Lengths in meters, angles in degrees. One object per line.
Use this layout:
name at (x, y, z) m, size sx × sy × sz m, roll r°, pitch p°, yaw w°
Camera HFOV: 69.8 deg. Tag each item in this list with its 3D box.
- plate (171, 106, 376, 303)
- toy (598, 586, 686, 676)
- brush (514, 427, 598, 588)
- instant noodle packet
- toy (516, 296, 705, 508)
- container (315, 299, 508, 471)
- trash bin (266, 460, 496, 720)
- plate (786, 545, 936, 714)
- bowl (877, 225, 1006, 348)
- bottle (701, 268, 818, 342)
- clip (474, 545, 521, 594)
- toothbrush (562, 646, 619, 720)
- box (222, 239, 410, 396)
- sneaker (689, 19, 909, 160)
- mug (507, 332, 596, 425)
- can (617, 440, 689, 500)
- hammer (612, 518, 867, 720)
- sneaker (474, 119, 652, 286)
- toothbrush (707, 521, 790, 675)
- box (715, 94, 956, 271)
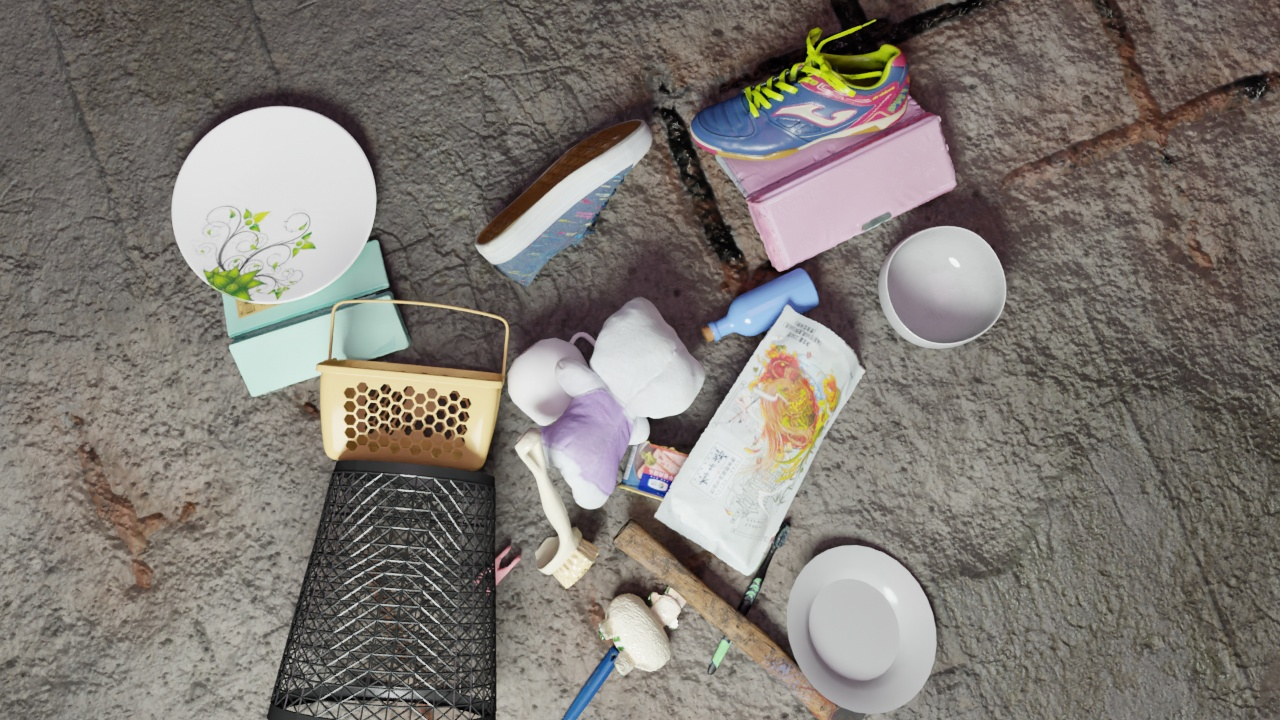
plate at (-0.410, -0.174, 1.039) m, size 0.229 × 0.030 × 0.229 m, roll 0°, pitch 82°, yaw 1°
toy at (0.000, 0.290, 0.988) m, size 0.112 × 0.050 × 0.087 m, roll -30°, pitch 77°, yaw -43°
brush at (-0.087, 0.149, 0.910) m, size 0.077 × 0.273 × 0.061 m, roll 15°, pitch 55°, yaw 16°
instant noodle packet at (0.138, 0.087, 0.987) m, size 0.147 × 0.057 × 0.269 m, roll 35°, pitch 79°, yaw -23°
toy at (-0.024, 0.040, 0.938) m, size 0.137 × 0.086 × 0.209 m, roll 43°, pitch 73°, yaw -19°
container at (-0.236, 0.021, 0.969) m, size 0.183 × 0.129 × 0.167 m, roll 5°, pitch 95°, yaw -6°
trash bin at (-0.241, 0.232, 0.923) m, size 0.217 × 0.217 × 0.243 m, roll 5°, pitch 78°, yaw 0°
plate at (0.234, 0.287, 0.984) m, size 0.172 × 0.019 × 0.172 m, roll 6°, pitch 67°, yaw -13°
bowl at (0.327, -0.078, 1.014) m, size 0.132 × 0.064 × 0.131 m, roll 0°, pitch 85°, yaw 0°
bottle at (0.130, -0.055, 1.021) m, size 0.131 × 0.048 × 0.048 m, roll -25°, pitch 85°, yaw -2°
clip at (-0.152, 0.235, 1.009) m, size 0.059 × 0.023 × 0.041 m, roll -39°, pitch 90°, yaw 2°
toothbrush at (-0.079, 0.393, 0.995) m, size 0.016 × 0.017 × 0.190 m, roll 36°, pitch 86°, yaw 3°
box at (-0.365, -0.049, 1.025) m, size 0.187 × 0.056 × 0.138 m, roll -19°, pitch 91°, yaw -3°
sneaker at (0.170, -0.294, 1.007) m, size 0.242 × 0.091 × 0.116 m, roll -11°, pitch 53°, yaw 8°
mug at (-0.089, 0.010, 1.003) m, size 0.123 × 0.090 × 0.076 m, roll -42°, pitch 99°, yaw -35°
can at (0.030, 0.125, 1.002) m, size 0.100 × 0.054 × 0.059 m, roll 16°, pitch 84°, yaw 1°
hammer at (0.110, 0.282, 0.989) m, size 0.330 × 0.033 × 0.120 m, roll 41°, pitch 82°, yaw -1°
sneaker at (-0.074, -0.176, 1.029) m, size 0.235 × 0.087 × 0.079 m, roll -41°, pitch 120°, yaw -7°
toothbrush at (0.120, 0.261, 1.008) m, size 0.014 × 0.017 × 0.188 m, roll 28°, pitch 87°, yaw 1°
box at (0.221, -0.219, 1.027) m, size 0.233 × 0.075 × 0.172 m, roll -27°, pitch 83°, yaw -3°
